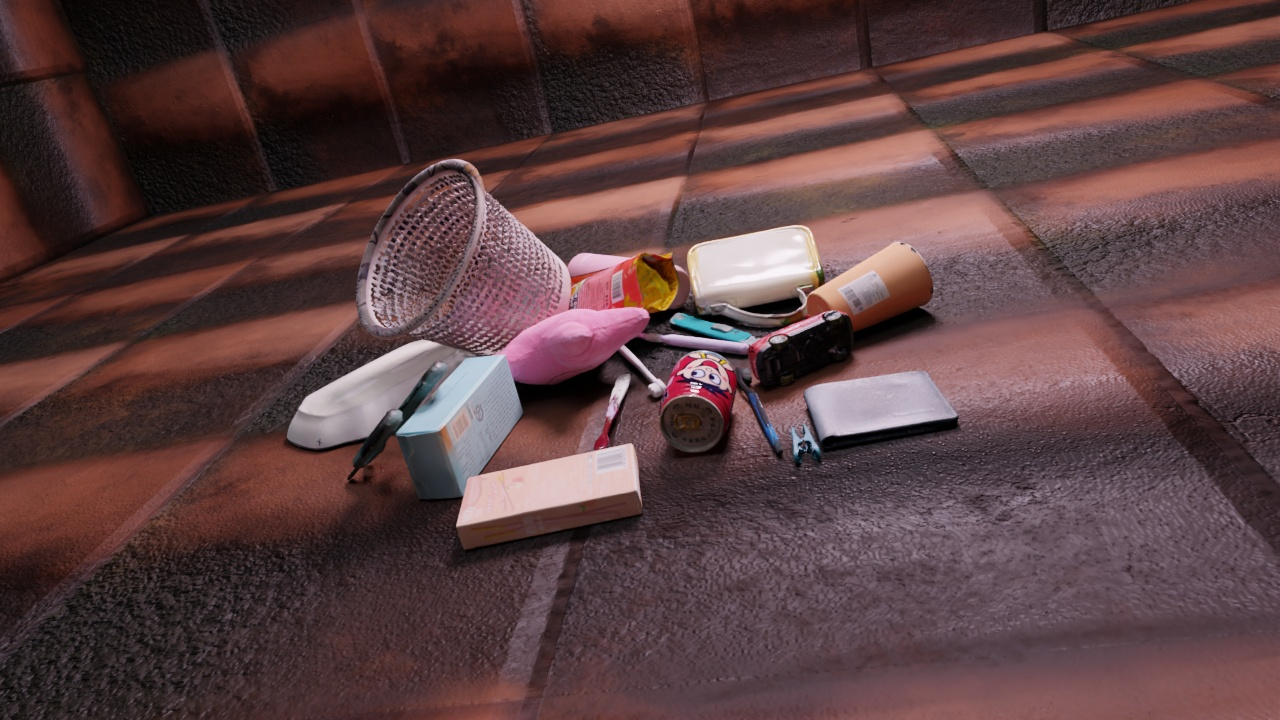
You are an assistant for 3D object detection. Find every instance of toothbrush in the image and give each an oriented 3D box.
[{"bbox_3d":[0.052,-0.025,1.082,0.189,0.029,0.021,11,73,43],"label":"toothbrush"},{"bbox_3d":[-0.006,0.006,1.045,0.016,0.016,0.180,-24,25,-10],"label":"toothbrush"},{"bbox_3d":[0.115,0.045,0.888,0.016,0.014,0.189,8,21,-10],"label":"toothbrush"},{"bbox_3d":[-0.026,0.055,0.944,0.016,0.017,0.187,-12,20,12],"label":"toothbrush"}]

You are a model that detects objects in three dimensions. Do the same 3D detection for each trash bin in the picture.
[{"bbox_3d":[-0.200,-0.099,1.114,0.228,0.192,0.227,-20,57,35],"label":"trash bin"}]

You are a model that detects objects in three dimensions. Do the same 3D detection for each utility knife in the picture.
[{"bbox_3d":[0.097,-0.035,1.083,0.029,0.013,0.209,-26,26,-27],"label":"utility knife"}]

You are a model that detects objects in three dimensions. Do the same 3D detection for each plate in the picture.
[{"bbox_3d":[-0.312,0.029,1.135,0.162,0.034,0.264,9,31,42],"label":"plate"}]

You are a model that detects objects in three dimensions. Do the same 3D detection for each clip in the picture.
[{"bbox_3d":[0.142,0.073,0.806,0.048,0.014,0.057,-12,22,8],"label":"clip"}]

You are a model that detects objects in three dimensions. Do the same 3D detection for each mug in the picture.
[{"bbox_3d":[0.250,-0.072,1.014,0.122,0.078,0.078,-26,25,-16],"label":"mug"}]

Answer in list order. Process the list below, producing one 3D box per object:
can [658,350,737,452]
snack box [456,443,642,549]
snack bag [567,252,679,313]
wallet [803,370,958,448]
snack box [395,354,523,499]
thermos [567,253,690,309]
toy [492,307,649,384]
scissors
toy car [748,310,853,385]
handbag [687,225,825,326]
[{"bbox_3d":[0.054,0.039,0.866,0.067,0.066,0.093,-7,24,16],"label":"can"},{"bbox_3d":[-0.078,0.118,0.806,0.157,0.026,0.084,-12,23,3],"label":"snack box"},{"bbox_3d":[-0.056,-0.078,1.164,0.208,0.073,0.128,-15,38,39],"label":"snack bag"},{"bbox_3d":[0.215,0.043,0.832,0.121,0.019,0.097,-10,25,4],"label":"wallet"},{"bbox_3d":[-0.178,0.063,0.929,0.052,0.074,0.174,-5,24,18],"label":"snack box"},{"bbox_3d":[-0.024,-0.102,1.248,0.087,0.067,0.199,-37,32,-29],"label":"thermos"},{"bbox_3d":[-0.076,-0.019,1.050,0.195,0.074,0.178,-19,-1,26],"label":"toy"},{"bbox_3d":[-0.254,0.076,0.896,0.178,0.019,0.169,-47,8,21],"label":"scissors"},{"bbox_3d":[0.165,-0.016,0.949,0.120,0.053,0.045,-20,26,-18],"label":"toy car"},{"bbox_3d":[0.147,-0.089,1.145,0.163,0.063,0.178,-11,38,7],"label":"handbag"}]
